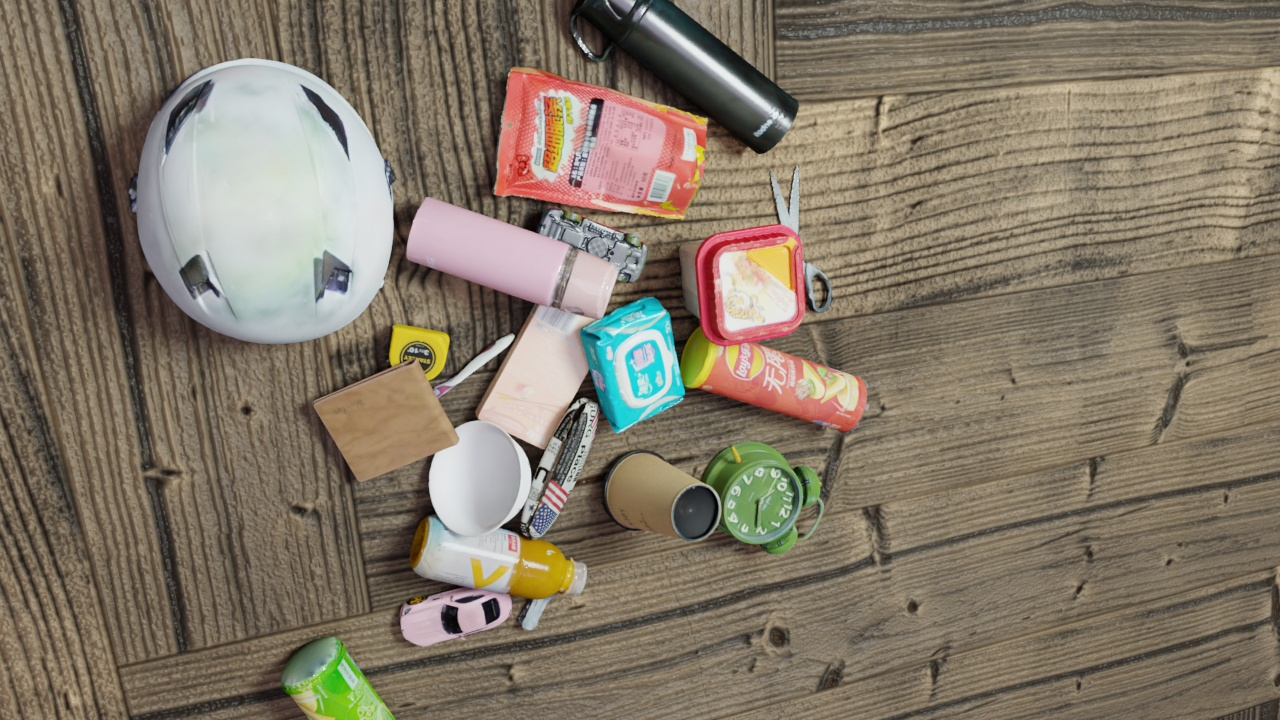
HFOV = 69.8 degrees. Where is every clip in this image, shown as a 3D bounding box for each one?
[{"bbox_3d":[-0.119,0.279,1.043,0.026,0.038,0.058,28,96,-25],"label":"clip"}]

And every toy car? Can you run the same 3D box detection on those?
[{"bbox_3d":[-0.202,0.279,1.007,0.122,0.037,0.056,-13,106,-14],"label":"toy car"},{"bbox_3d":[-0.051,-0.120,0.950,0.120,0.045,0.053,21,97,-16],"label":"toy car"}]

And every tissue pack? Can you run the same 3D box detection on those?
[{"bbox_3d":[-0.006,0.006,0.977,0.093,0.050,0.134,-28,123,-22],"label":"tissue pack"}]

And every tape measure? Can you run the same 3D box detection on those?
[{"bbox_3d":[-0.226,-0.008,0.930,0.060,0.029,0.057,10,101,-14],"label":"tape measure"}]

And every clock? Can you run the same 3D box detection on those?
[{"bbox_3d":[0.147,0.165,1.082,0.161,0.056,0.116,24,96,-22],"label":"clock"}]

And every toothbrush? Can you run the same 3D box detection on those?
[{"bbox_3d":[-0.209,0.027,0.953,0.187,0.016,0.017,-37,102,-6],"label":"toothbrush"}]

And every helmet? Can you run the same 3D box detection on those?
[{"bbox_3d":[-0.328,-0.133,0.802,0.228,0.146,0.259,-3,104,-18],"label":"helmet"}]

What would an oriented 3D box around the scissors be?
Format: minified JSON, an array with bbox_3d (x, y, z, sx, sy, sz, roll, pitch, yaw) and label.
[{"bbox_3d":[0.170,-0.124,1.040,0.165,0.014,0.163,38,89,-22],"label":"scissors"}]

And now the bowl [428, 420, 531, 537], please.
[{"bbox_3d":[-0.155,0.125,0.960,0.064,0.118,0.118,21,98,-60],"label":"bowl"}]

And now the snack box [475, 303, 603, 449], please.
[{"bbox_3d":[-0.102,0.008,0.976,0.084,0.026,0.157,29,94,-22],"label":"snack box"}]

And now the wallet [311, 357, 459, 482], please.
[{"bbox_3d":[-0.255,0.062,0.923,0.115,0.020,0.101,-23,114,0],"label":"wallet"}]

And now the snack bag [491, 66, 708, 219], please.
[{"bbox_3d":[-0.039,-0.212,0.925,0.207,0.073,0.129,8,109,-15],"label":"snack bag"}]

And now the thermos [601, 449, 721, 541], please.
[{"bbox_3d":[0.023,0.151,0.998,0.093,0.143,0.093,-3,96,-29],"label":"thermos"}]

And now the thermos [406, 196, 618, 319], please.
[{"bbox_3d":[-0.123,-0.094,0.902,0.198,0.087,0.067,18,74,-5],"label":"thermos"}]

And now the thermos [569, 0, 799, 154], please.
[{"bbox_3d":[0.042,-0.298,0.933,0.242,0.068,0.090,31,125,-21],"label":"thermos"}]

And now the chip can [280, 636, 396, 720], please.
[{"bbox_3d":[-0.300,0.396,0.984,0.072,0.072,0.221,-29,111,-9],"label":"chip can"}]

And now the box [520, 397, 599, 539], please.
[{"bbox_3d":[-0.089,0.115,0.990,0.068,0.051,0.164,20,93,-63],"label":"box"}]

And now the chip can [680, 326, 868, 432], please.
[{"bbox_3d":[0.153,0.023,1.041,0.216,0.073,0.073,17,98,-23],"label":"chip can"}]

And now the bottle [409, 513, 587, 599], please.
[{"bbox_3d":[-0.150,0.217,0.991,0.189,0.068,0.068,19,97,-22],"label":"bottle"}]

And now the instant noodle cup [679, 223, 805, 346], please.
[{"bbox_3d":[0.099,-0.085,0.966,0.116,0.124,0.117,-11,107,-16],"label":"instant noodle cup"}]
